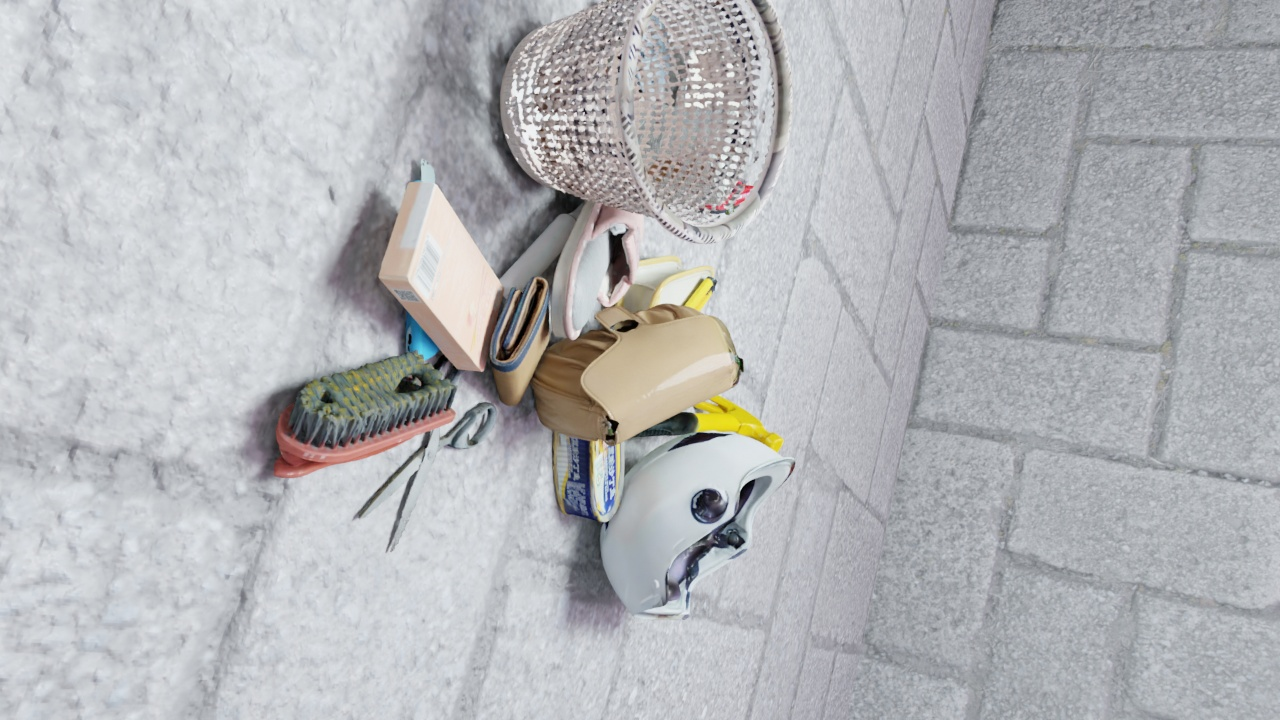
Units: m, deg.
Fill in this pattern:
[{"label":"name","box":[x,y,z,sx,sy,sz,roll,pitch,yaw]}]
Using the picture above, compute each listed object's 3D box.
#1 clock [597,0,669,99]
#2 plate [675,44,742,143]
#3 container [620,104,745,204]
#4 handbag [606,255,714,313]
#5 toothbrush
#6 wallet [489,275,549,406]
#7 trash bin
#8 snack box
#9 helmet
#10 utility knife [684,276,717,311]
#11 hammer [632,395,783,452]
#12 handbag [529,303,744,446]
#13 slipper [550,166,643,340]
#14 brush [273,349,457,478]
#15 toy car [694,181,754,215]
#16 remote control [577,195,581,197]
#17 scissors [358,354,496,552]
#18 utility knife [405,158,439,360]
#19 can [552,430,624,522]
[{"label":"clock","box":[-0.010,-0.326,0.941,0.081,0.055,0.122,-39,131,-52]},{"label":"plate","box":[0.082,-0.303,1.144,0.163,0.034,0.164,-22,113,-58]},{"label":"container","box":[0.049,-0.228,1.022,0.090,0.114,0.090,-59,145,-37]},{"label":"handbag","box":[0.011,-0.033,1.088,0.163,0.063,0.179,-23,133,-59]},{"label":"toothbrush","box":[-0.085,-0.117,0.893,0.026,0.027,0.220,82,30,-41]},{"label":"wallet","box":[-0.107,-0.015,0.831,0.115,0.033,0.090,98,13,-68]},{"label":"trash bin","box":[-0.007,-0.221,0.798,0.226,0.192,0.227,-15,110,-47]},{"label":"snack box","box":[-0.153,-0.061,0.730,0.157,0.026,0.084,67,30,-62]},{"label":"helmet","box":[0.050,0.177,1.088,0.258,0.146,0.229,-51,159,-4]},{"label":"utility knife","box":[0.039,-0.029,1.055,0.191,0.015,0.033,-53,158,-25]},{"label":"hammer","box":[0.063,0.080,1.177,0.300,0.129,0.033,4,118,-52]},{"label":"handbag","box":[-0.005,0.005,0.914,0.204,0.148,0.100,-25,121,-28]},{"label":"slipper","box":[-0.029,-0.113,0.912,0.273,0.054,0.114,-68,165,-53]},{"label":"brush","box":[-0.205,0.044,0.676,0.145,0.063,0.069,-23,148,-58]},{"label":"toy car","box":[0.114,-0.219,1.221,0.120,0.053,0.045,-27,120,-57]},{"label":"remote control","box":[-0.056,-0.230,0.914,0.053,0.024,0.136,3,96,-60]},{"label":"scissors","box":[-0.177,0.074,0.785,0.178,0.014,0.159,-19,115,-60]},{"label":"utility knife","box":[-0.174,-0.080,0.739,0.034,0.018,0.162,-15,110,-61]},{"label":"can","box":[-0.055,0.103,0.996,0.074,0.049,0.148,-30,124,-58]}]
